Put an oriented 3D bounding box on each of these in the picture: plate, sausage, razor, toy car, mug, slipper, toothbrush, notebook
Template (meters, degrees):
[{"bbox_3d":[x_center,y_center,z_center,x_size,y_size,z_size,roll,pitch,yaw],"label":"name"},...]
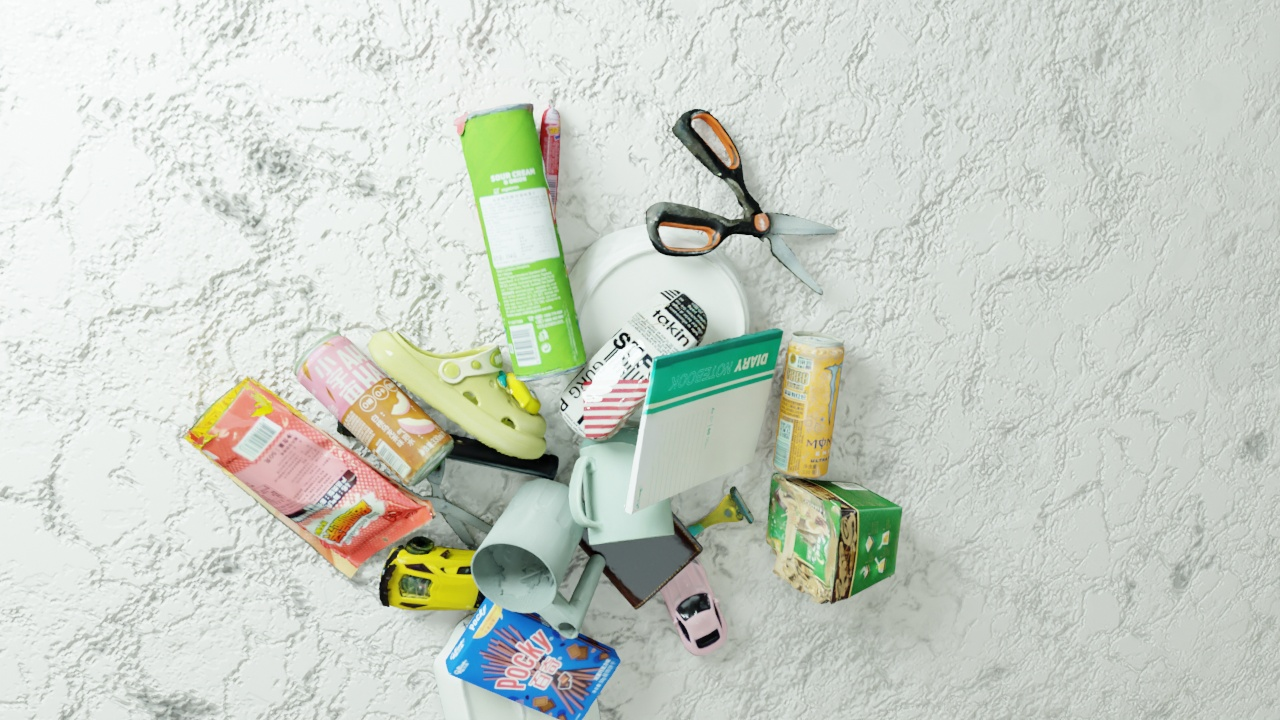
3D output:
[{"bbox_3d":[-0.122,0.380,0.970,0.162,0.034,0.266,-12,107,-12],"label":"plate"},{"bbox_3d":[-0.086,-0.161,0.849,0.020,0.020,0.156,2,103,-16],"label":"sausage"},{"bbox_3d":[0.016,-0.030,0.897,0.204,0.045,0.205,-4,106,-14],"label":"plate"},{"bbox_3d":[0.055,0.184,0.971,0.132,0.028,0.043,-32,99,-5],"label":"razor"},{"bbox_3d":[0.056,0.265,0.989,0.056,0.037,0.122,-26,108,-9],"label":"toy car"},{"bbox_3d":[-0.089,0.188,0.877,0.084,0.103,0.124,-36,104,30],"label":"mug"},{"bbox_3d":[-0.024,0.121,0.884,0.111,0.082,0.106,3,76,-44],"label":"mug"},{"bbox_3d":[-0.155,0.019,0.842,0.190,0.091,0.081,36,90,-17],"label":"slipper"},{"bbox_3d":[-0.184,0.084,0.883,0.212,0.026,0.027,13,133,-16],"label":"toothbrush"},{"bbox_3d":[0.064,0.052,0.875,0.208,0.012,0.150,-14,120,-50],"label":"notebook"},{"bbox_3d":[-0.177,0.216,0.904,0.155,0.041,0.071,9,113,-18],"label":"toy car"}]

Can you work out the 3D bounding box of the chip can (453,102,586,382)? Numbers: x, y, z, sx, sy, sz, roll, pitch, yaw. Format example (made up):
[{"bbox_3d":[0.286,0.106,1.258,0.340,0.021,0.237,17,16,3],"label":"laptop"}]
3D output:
[{"bbox_3d":[-0.105,-0.103,0.814,0.072,0.072,0.236,-14,99,-12],"label":"chip can"}]

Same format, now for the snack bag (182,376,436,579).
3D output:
[{"bbox_3d":[-0.300,0.108,0.831,0.129,0.073,0.208,-35,115,23],"label":"snack bag"}]

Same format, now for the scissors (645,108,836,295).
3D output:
[{"bbox_3d":[0.099,-0.147,0.882,0.220,0.022,0.224,-20,95,-29],"label":"scissors"}]

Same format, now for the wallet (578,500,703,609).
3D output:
[{"bbox_3d":[-0.008,0.180,0.944,0.096,0.020,0.122,-41,94,-7],"label":"wallet"}]

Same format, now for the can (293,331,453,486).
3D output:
[{"bbox_3d":[-0.236,0.043,0.814,0.147,0.058,0.058,43,90,2],"label":"can"}]

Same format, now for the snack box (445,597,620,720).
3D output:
[{"bbox_3d":[-0.105,0.301,0.918,0.157,0.026,0.084,32,94,-23],"label":"snack box"}]

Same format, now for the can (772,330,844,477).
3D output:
[{"bbox_3d":[0.174,0.046,0.952,0.058,0.058,0.146,2,104,-16],"label":"can"}]

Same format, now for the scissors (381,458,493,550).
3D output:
[{"bbox_3d":[-0.197,0.136,0.890,0.172,0.014,0.160,4,120,-9],"label":"scissors"}]

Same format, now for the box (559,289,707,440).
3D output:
[{"bbox_3d":[-0.007,0.004,0.856,0.074,0.079,0.163,41,89,14],"label":"box"}]

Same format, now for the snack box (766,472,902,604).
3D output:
[{"bbox_3d":[0.211,0.182,0.978,0.105,0.118,0.117,-5,106,-27],"label":"snack box"}]
